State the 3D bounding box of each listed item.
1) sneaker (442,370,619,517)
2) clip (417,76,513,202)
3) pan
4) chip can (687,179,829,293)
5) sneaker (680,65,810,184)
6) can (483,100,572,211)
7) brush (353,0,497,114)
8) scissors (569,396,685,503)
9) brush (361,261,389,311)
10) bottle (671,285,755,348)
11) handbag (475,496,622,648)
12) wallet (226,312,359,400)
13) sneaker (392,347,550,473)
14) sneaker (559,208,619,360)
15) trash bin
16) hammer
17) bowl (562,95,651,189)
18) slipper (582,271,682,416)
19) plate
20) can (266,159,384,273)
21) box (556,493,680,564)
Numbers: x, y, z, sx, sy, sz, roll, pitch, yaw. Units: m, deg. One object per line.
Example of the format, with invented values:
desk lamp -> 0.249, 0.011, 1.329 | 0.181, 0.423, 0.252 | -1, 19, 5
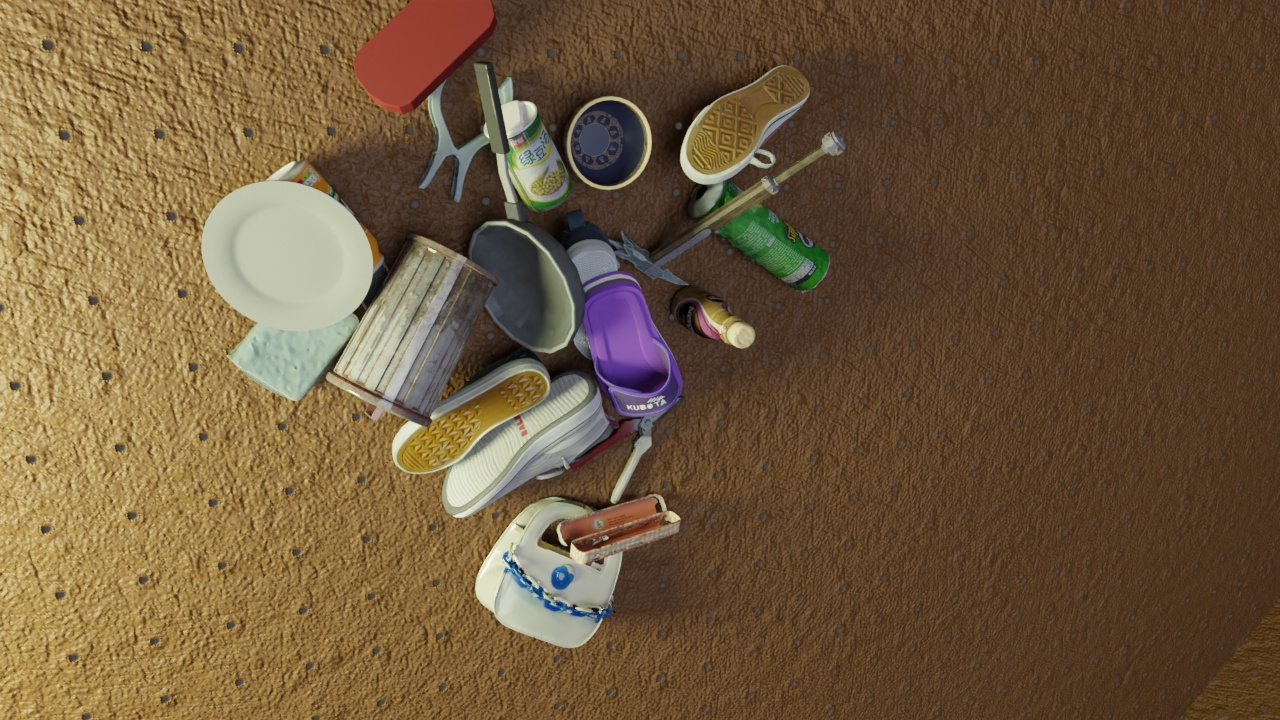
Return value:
sneaker -> -0.147, 0.128, 1.242 | 0.263, 0.096, 0.129 | -38, 141, 2
clip -> -0.191, -0.270, 1.109 | 0.141, 0.029, 0.172 | 8, 105, -26
pan -> -0.144, -0.170, 1.075 | 0.041, 0.179, 0.358 | -39, 134, -38
chip can -> 0.165, -0.177, 1.282 | 0.223, 0.075, 0.075 | 30, 93, -30
sneaker -> 0.129, -0.301, 1.212 | 0.118, 0.088, 0.240 | 47, 62, 1
can -> -0.133, -0.245, 1.103 | 0.067, 0.067, 0.121 | -37, 137, -9
brush -> -0.240, -0.354, 1.034 | 0.082, 0.042, 0.173 | 44, 86, 1
scissors -> -0.018, 0.123, 1.336 | 0.193, 0.015, 0.179 | -9, 110, -22
brush -> -0.307, -0.055, 1.138 | 0.049, 0.015, 0.136 | -31, 118, -13
bottle -> 0.100, -0.055, 1.240 | 0.059, 0.166, 0.060 | -9, 111, -23
handbag -> -0.116, 0.301, 1.316 | 0.200, 0.093, 0.199 | 27, 86, -30
wallet -> -0.407, -0.028, 1.082 | 0.131, 0.054, 0.100 | -50, 128, -4
sneaker -> -0.224, 0.058, 1.185 | 0.236, 0.079, 0.087 | -33, 128, 9
sneaker -> -0.060, -0.090, 1.201 | 0.089, 0.087, 0.236 | -16, 140, -4
trash bin -> -0.269, -0.028, 1.082 | 0.130, 0.131, 0.211 | 30, 83, -30
hammer -> 0.125, -0.195, 1.181 | 0.318, 0.028, 0.147 | -30, 142, 28
bowl -> -0.049, -0.275, 1.152 | 0.112, 0.061, 0.112 | -8, 111, -22
slipper -> -0.007, 0.007, 1.195 | 0.107, 0.084, 0.267 | -20, 140, 1
plate -> -0.384, -0.113, 1.005 | 0.178, 0.012, 0.179 | -3, 121, -6
can -> -0.364, -0.151, 1.040 | 0.079, 0.079, 0.142 | -41, 120, -7
box -> -0.029, 0.241, 1.323 | 0.186, 0.083, 0.043 | -11, 123, -37
